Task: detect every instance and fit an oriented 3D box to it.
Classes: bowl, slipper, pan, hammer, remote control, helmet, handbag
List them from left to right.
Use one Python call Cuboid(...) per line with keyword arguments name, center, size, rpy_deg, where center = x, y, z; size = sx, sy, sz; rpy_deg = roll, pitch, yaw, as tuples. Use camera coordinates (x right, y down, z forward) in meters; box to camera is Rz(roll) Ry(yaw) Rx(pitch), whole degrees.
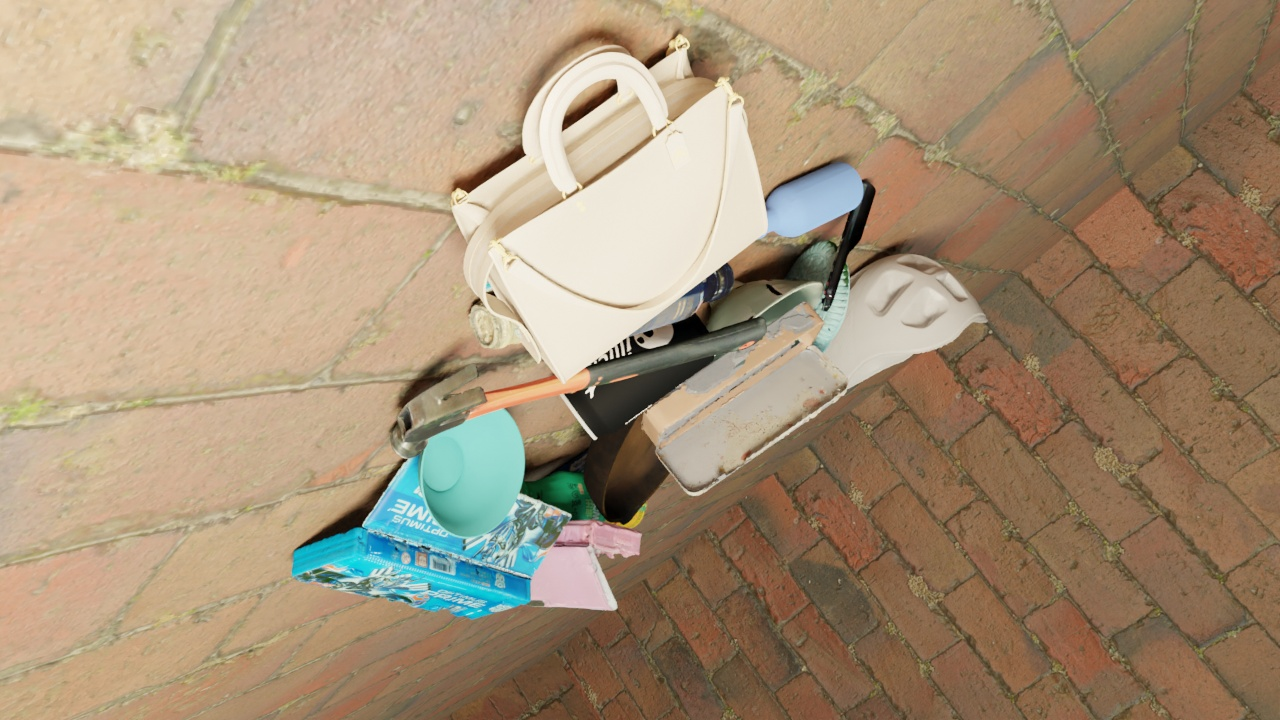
Cuboid(name="bowl", center=(-0.162, 0.094, 0.815), size=(0.046, 0.121, 0.120), rpy_deg=(2, -169, 37))
Cuboid(name="hammer", center=(-0.036, 0.010, 0.764), size=(0.332, 0.033, 0.133), rpy_deg=(-15, 166, -28))
Cuboid(name="handbag", center=(-0.020, -0.101, 0.541), size=(0.194, 0.101, 0.198), rpy_deg=(-37, 154, -8))
Cuboid(name="pan", center=(0.039, 0.065, 1.113), size=(0.355, 0.043, 0.249), rpy_deg=(-22, 138, -59))
Cuboid(name="bowl", center=(0.110, -0.048, 0.993), size=(0.174, 0.068, 0.174), rpy_deg=(-35, 166, -10))
Cuboid(name="slipper", center=(0.196, -0.042, 1.117), size=(0.069, 0.115, 0.277), rpy_deg=(1, 155, -19))
Cuboid(name="remote control", center=(0.220, -0.120, 0.975), size=(0.045, 0.021, 0.140), rpy_deg=(69, 41, -71))
Cuboid(name="helmet", center=(0.346, -0.030, 1.331), size=(0.223, 0.183, 0.283), rpy_deg=(-17, 149, -37))

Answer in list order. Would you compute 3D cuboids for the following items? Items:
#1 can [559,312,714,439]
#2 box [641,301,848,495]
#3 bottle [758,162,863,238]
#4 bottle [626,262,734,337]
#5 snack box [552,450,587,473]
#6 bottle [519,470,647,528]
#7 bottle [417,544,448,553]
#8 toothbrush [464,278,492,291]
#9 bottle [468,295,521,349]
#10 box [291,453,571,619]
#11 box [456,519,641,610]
Cuboid(name="can", center=(-0.005, 0.005, 0.876), size=(0.146, 0.080, 0.080), rpy_deg=(-36, 164, -2))
Cuboid(name="box", center=(0.106, 0.030, 0.951), size=(0.216, 0.095, 0.108), rpy_deg=(-33, 138, -13))
Cuboid(name="bottle", center=(0.144, -0.140, 0.838), size=(0.131, 0.048, 0.048), rpy_deg=(-27, 162, -30))
Cuboid(name="bottle", center=(0.021, -0.060, 0.793), size=(0.160, 0.056, 0.056), rpy_deg=(-20, 157, -47))
Cuboid(name="snack box", center=(-0.030, 0.132, 1.226), size=(0.226, 0.059, 0.060), rpy_deg=(-32, 160, -14))
Cuboid(name="bottle", center=(-0.089, 0.166, 1.101), size=(0.209, 0.068, 0.068), rpy_deg=(11, 134, -41))
Cuboid(name="bottle", center=(-0.194, 0.167, 0.974), size=(0.108, 0.060, 0.060), rpy_deg=(-26, 161, -28))
Cuboid(name="toothbrush", center=(-0.066, -0.071, 0.649), size=(0.132, 0.016, 0.021), rpy_deg=(-23, 150, -39))
Cuboid(name="bottle", center=(-0.074, -0.040, 0.680), size=(0.109, 0.042, 0.043), rpy_deg=(-21, 158, -40))
Cuboid(name="box", center=(-0.188, 0.192, 0.900), size=(0.174, 0.063, 0.243), rpy_deg=(-40, 141, 13))
Cuboid(name="box", center=(-0.118, 0.239, 1.055), size=(0.233, 0.098, 0.099), rpy_deg=(-8, 159, 37))
